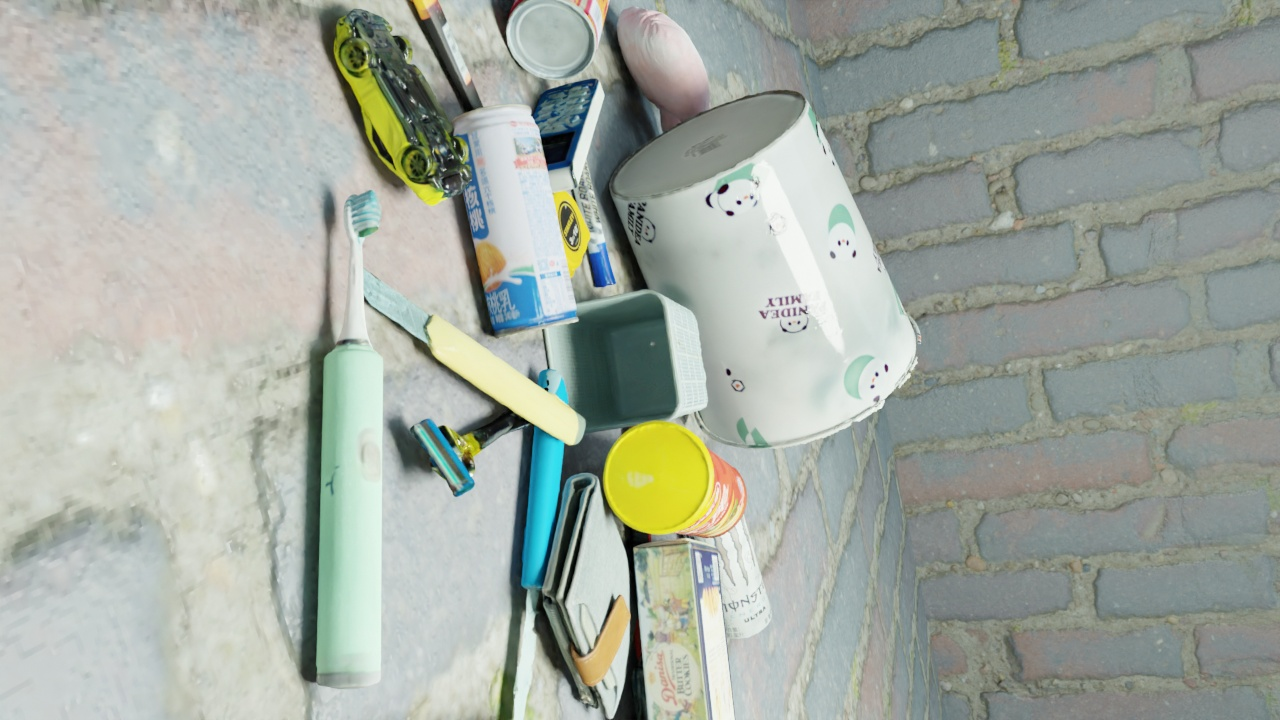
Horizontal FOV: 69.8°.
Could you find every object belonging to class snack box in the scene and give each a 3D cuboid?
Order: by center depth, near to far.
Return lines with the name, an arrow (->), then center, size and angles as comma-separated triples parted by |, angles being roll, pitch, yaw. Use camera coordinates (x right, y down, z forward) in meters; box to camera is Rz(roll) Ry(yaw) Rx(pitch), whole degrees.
snack box -> 0.038, 0.229, 0.686 | 0.178, 0.046, 0.182 | 52, 32, -73

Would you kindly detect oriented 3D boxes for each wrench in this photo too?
wrench -> -0.001, 0.173, 0.696 | 0.056, 0.016, 0.272 | 54, 32, -59

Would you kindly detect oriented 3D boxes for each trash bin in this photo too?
trash bin -> 0.106, -0.088, 0.835 | 0.252, 0.230, 0.228 | 62, 26, -27

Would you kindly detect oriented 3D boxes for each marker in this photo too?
marker -> -0.122, -0.198, 0.555 | 0.018, 0.015, 0.124 | -76, 152, -45
marker -> -0.044, -0.130, 0.726 | 0.016, 0.017, 0.146 | -34, 112, -68

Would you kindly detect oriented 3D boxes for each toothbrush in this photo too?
toothbrush -> -0.128, 0.028, 0.409 | 0.026, 0.027, 0.224 | 24, 58, -59

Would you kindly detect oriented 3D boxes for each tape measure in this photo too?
tape measure -> -0.061, -0.090, 0.644 | 0.059, 0.029, 0.057 | -76, 150, -48

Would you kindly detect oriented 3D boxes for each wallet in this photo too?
wallet -> -0.026, 0.154, 0.590 | 0.106, 0.037, 0.130 | -80, 160, -49

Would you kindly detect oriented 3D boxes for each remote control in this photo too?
remote control -> -0.057, -0.160, 0.659 | 0.124, 0.049, 0.024 | -79, 154, -44

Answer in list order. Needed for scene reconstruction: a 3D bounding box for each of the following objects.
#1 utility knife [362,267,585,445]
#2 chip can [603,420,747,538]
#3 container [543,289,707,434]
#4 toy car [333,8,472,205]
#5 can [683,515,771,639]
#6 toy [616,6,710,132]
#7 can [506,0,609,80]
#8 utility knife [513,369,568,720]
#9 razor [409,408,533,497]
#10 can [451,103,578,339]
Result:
utility knife -> -0.086, 0.004, 0.520 | 0.201, 0.021, 0.030 | 47, 29, -50
chip can -> 0.033, 0.095, 0.676 | 0.216, 0.073, 0.073 | 46, 38, -72
container -> -0.004, 0.004, 0.670 | 0.111, 0.090, 0.090 | 8, 74, -72
toy car -> -0.128, -0.131, 0.482 | 0.105, 0.032, 0.048 | 63, 24, -12
can -> 0.075, 0.179, 0.836 | 0.058, 0.058, 0.147 | -57, 134, -61
toy -> 0.029, -0.267, 0.889 | 0.121, 0.054, 0.159 | 45, -14, 48
can -> -0.058, -0.261, 0.678 | 0.066, 0.067, 0.093 | 60, 28, -43
utility knife -> -0.062, 0.113, 0.555 | 0.034, 0.018, 0.233 | 74, 16, -58
razor -> -0.089, 0.042, 0.517 | 0.042, 0.022, 0.142 | 57, 16, 0
can -> -0.077, -0.084, 0.561 | 0.053, 0.053, 0.134 | -21, 100, -69
